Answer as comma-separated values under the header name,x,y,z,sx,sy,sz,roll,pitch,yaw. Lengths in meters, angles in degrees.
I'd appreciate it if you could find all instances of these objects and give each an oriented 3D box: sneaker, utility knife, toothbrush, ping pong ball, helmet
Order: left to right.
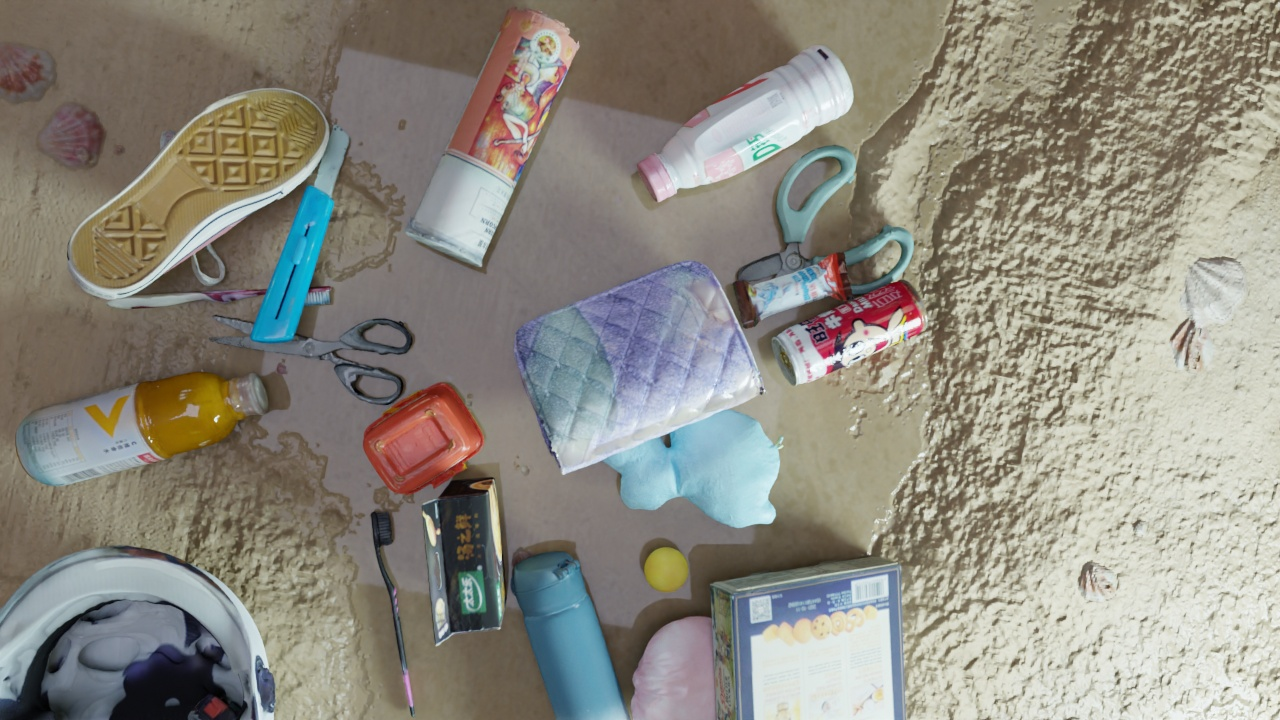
name,x,y,z,sx,sy,sz,roll,pitch,yaw
helmet,-0.400,0.275,0.736,0.229,0.146,0.258,-3,83,-7
sneaker,-0.366,-0.137,0.764,0.118,0.088,0.240,48,64,-17
toothbrush,-0.366,-0.052,0.800,0.187,0.016,0.017,-4,101,-6
utility knife,-0.290,-0.110,0.797,0.034,0.018,0.204,15,80,-4
toothbrush,-0.217,0.227,0.821,0.017,0.014,0.189,-11,93,-18
ping pong ball,0.023,0.190,0.831,0.040,0.040,0.040,0,91,-6

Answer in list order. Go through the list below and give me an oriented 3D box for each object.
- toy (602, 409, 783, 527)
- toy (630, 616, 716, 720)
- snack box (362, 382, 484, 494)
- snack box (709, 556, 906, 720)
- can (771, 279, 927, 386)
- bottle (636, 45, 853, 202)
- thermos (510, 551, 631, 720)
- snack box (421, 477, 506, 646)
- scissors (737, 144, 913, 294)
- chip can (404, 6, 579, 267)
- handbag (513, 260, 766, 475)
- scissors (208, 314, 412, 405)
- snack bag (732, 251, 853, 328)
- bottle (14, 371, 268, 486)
name,x,y,z,sx,sy,sz,roll,pitch,yaw
toy,0.052,0.089,0.829,0.156,0.050,0.161,-29,82,-1
toy,0.068,0.294,0.832,0.159,0.054,0.121,8,90,-18
snack box,-0.187,0.071,0.787,0.091,0.080,0.082,-33,95,-5
snack box,0.152,0.278,0.818,0.177,0.046,0.182,-2,91,-24
can,0.190,-0.025,0.839,0.132,0.053,0.053,-23,93,-5
bottle,0.090,-0.207,0.821,0.197,0.068,0.068,-29,94,-1
thermos,-0.055,0.278,0.814,0.070,0.070,0.220,-19,92,-6
snack box,-0.145,0.163,0.770,0.053,0.126,0.113,-6,91,-6
scissors,0.162,-0.126,0.853,0.175,0.019,0.176,-14,94,-3
chip can,-0.127,-0.193,0.795,0.071,0.071,0.214,24,88,-6
handbag,-0.005,0.005,0.802,0.194,0.076,0.134,-21,72,-4
scissors,-0.289,-0.004,0.809,0.170,0.014,0.150,-26,92,-5
snack bag,0.139,-0.064,0.833,0.104,0.026,0.048,-14,90,-1
bottle,-0.412,0.052,0.769,0.189,0.068,0.068,-15,92,-6
